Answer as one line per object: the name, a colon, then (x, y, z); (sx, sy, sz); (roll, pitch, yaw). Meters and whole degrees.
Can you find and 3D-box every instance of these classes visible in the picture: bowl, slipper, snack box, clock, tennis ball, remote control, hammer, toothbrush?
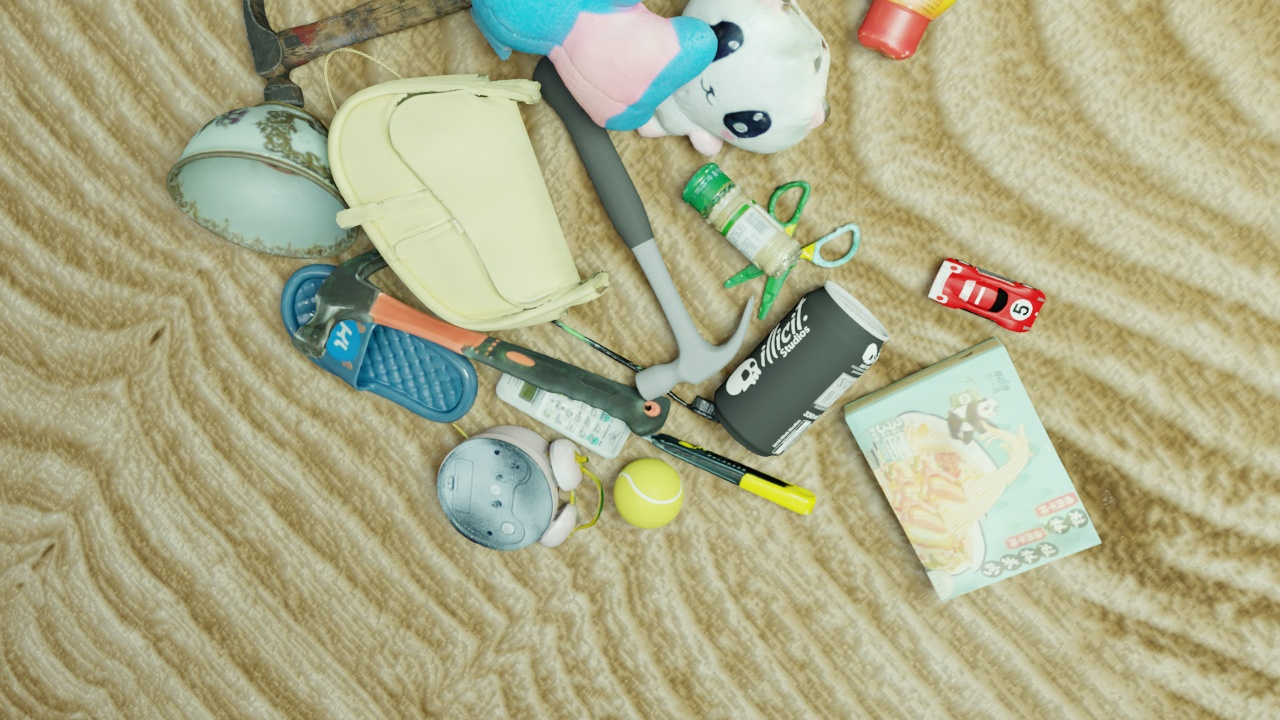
bowl: (-0.323, -0.171, 0.818); (0.160, 0.160, 0.093); (0, 65, 13)
slipper: (-0.256, -0.008, 0.880); (0.214, 0.059, 0.104); (33, 112, 1)
snack box: (0.283, 0.096, 0.792); (0.142, 0.044, 0.193); (-27, 98, 17)
clock: (-0.113, 0.121, 0.880); (0.158, 0.058, 0.117); (10, 112, 10)
tennis ball: (0.008, 0.123, 0.852); (0.065, 0.065, 0.065); (3, 106, 12)
remote control: (-0.071, 0.042, 0.870); (0.133, 0.022, 0.050); (29, 111, 3)
hammer: (-0.192, -0.314, 0.788); (0.331, 0.033, 0.120); (-12, 95, 14)
hammer: (-0.005, -0.124, 0.798); (0.125, 0.029, 0.311); (-25, 96, 16)
toothbrush: (-0.005, 0.005, 0.849); (0.188, 0.014, 0.017); (31, 97, 3)
hammer: (-0.130, -0.006, 0.836); (0.333, 0.132, 0.033); (22, 149, -2)

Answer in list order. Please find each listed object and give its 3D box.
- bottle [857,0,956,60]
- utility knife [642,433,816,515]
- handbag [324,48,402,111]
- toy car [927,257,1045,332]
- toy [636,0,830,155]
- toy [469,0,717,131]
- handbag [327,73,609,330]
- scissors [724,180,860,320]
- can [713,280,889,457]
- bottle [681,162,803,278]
bottle: (0.213, -0.297, 0.693); (0.071, 0.048, 0.134); (26, 110, 5)
utility knife: (0.079, 0.100, 0.849); (0.174, 0.028, 0.020); (22, 105, 6)
handbag: (-0.225, -0.211, 0.833); (0.084, 0.027, 0.178); (-40, 90, 19)
toy car: (0.286, -0.053, 0.759); (0.089, 0.025, 0.038); (22, 109, 6)
toy: (0.063, -0.226, 0.730); (0.180, 0.101, 0.139); (-9, 117, 35)
toy: (-0.052, -0.251, 0.683); (0.191, 0.225, 0.098); (39, 66, -13)
handbag: (-0.148, -0.130, 0.775); (0.191, 0.088, 0.233); (-20, 96, 6)
scissors: (0.134, -0.087, 0.792); (0.112, 0.012, 0.131); (21, 109, 9)
can: (0.134, 0.009, 0.782); (0.080, 0.080, 0.146); (41, 110, -1)
bottle: (0.086, -0.117, 0.771); (0.110, 0.042, 0.043); (44, 110, 6)
